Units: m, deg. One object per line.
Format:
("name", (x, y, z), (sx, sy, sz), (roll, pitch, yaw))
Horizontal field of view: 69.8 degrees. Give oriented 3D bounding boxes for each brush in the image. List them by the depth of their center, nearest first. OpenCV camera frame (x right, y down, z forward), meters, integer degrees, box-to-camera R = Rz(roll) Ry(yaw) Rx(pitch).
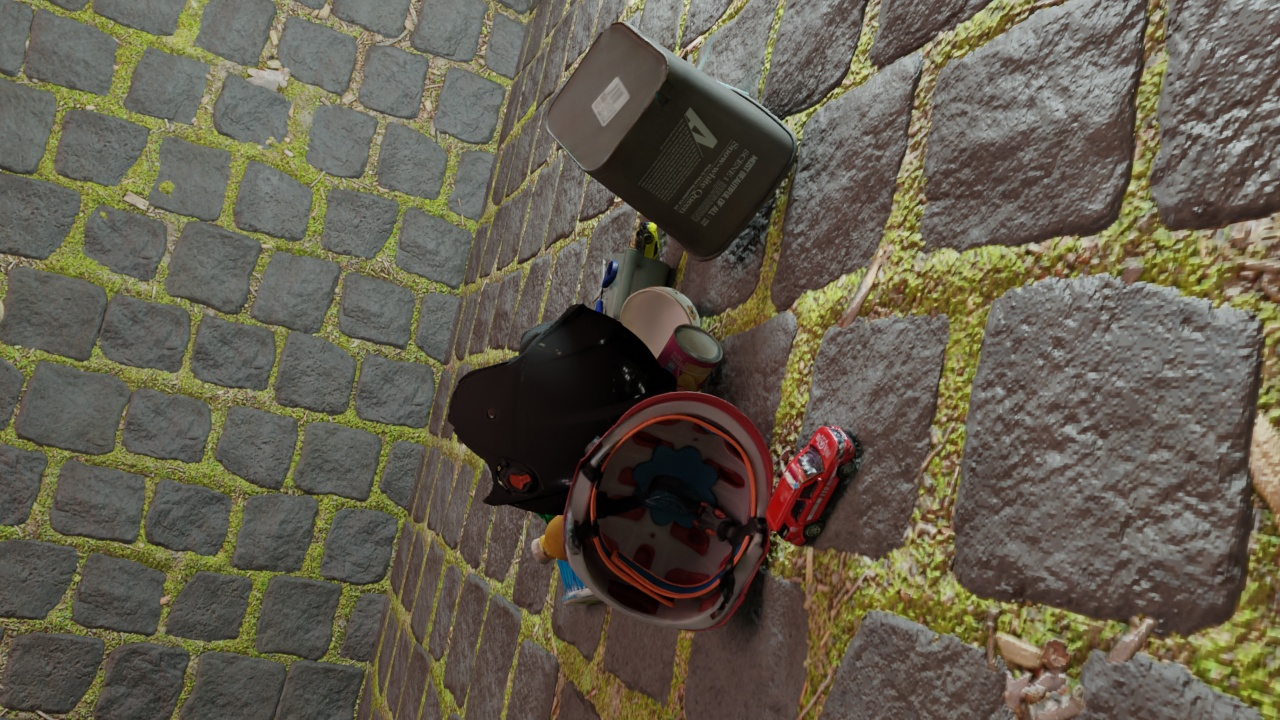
("brush", (-0.035, 0.292, 1.221), (0.315, 0.060, 0.109), (-36, 49, 55))

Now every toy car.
("toy car", (0.157, 0.116, 0.854), (0.121, 0.045, 0.053), (-65, 24, 20))
("toy car", (0.009, -0.165, 1.439), (0.048, 0.032, 0.105), (-131, 47, -65))

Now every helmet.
("helmet", (0.034, 0.143, 0.957), (0.144, 0.207, 0.240), (-63, -5, -85))
("helmet", (-0.087, 0.069, 1.091), (0.232, 0.230, 0.275), (-47, -22, -66))

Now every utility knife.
("utility knife", (0.059, -0.330, 1.233), (0.029, 0.013, 0.222), (-110, 37, -61))

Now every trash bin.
("trash bin", (0.030, -0.264, 1.090), (0.199, 0.219, 0.198), (-51, 48, 15))

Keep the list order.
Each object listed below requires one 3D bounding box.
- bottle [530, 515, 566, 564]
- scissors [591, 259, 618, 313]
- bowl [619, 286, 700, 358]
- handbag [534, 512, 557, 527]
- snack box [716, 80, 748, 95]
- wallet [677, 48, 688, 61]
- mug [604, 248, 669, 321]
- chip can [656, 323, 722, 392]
("bottle", (-0.064, 0.217, 1.216), (0.190, 0.068, 0.067), (-31, 40, 22))
("scissors", (-0.057, -0.100, 1.361), (0.163, 0.012, 0.175), (119, 161, -56))
("bowl", (0.034, -0.049, 1.224), (0.062, 0.113, 0.114), (-33, -22, -53))
("handbag", (-0.093, 0.191, 1.321), (0.120, 0.131, 0.068), (-123, 36, -55))
("snack box", (0.090, -0.294, 1.258), (0.052, 0.074, 0.174), (173, 110, -68))
("wallet", (0.034, -0.350, 1.243), (0.119, 0.035, 0.130), (97, -167, -52))
("mug", (-0.012, -0.101, 1.344), (0.124, 0.084, 0.103), (24, -102, -76))
("chip can", (0.027, 0.051, 1.188), (0.071, 0.071, 0.211), (-99, 31, -47))
